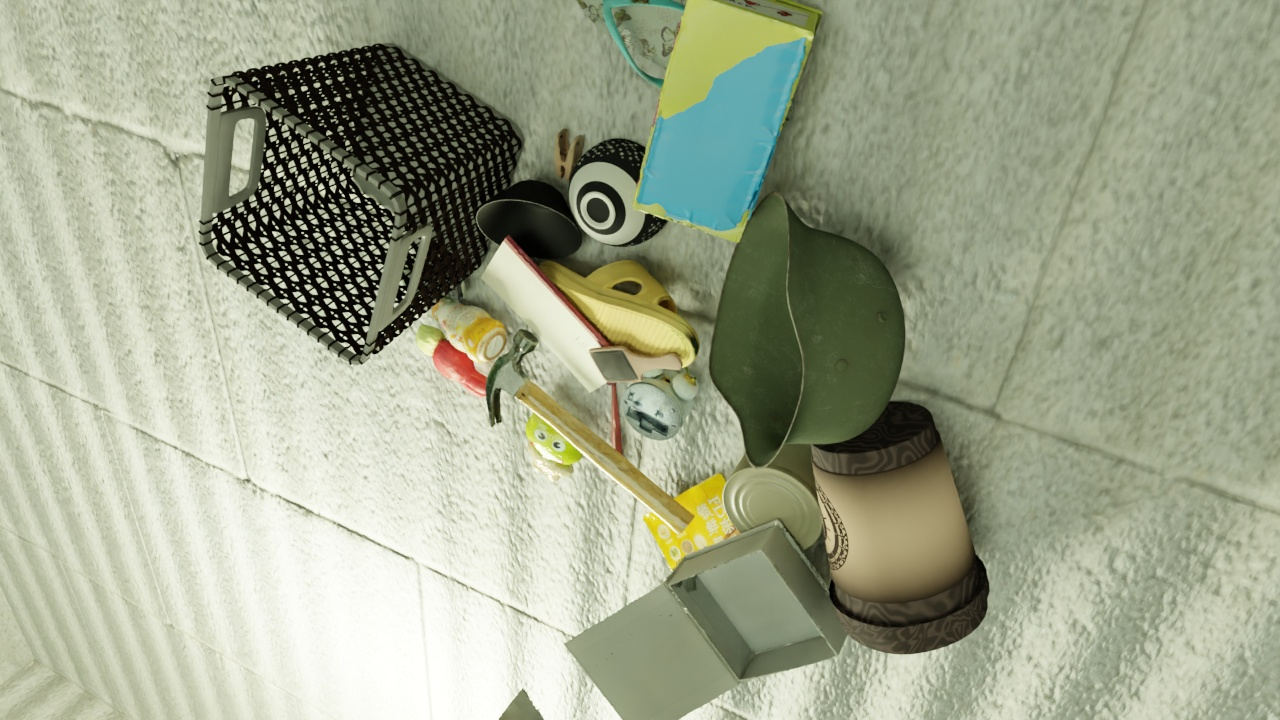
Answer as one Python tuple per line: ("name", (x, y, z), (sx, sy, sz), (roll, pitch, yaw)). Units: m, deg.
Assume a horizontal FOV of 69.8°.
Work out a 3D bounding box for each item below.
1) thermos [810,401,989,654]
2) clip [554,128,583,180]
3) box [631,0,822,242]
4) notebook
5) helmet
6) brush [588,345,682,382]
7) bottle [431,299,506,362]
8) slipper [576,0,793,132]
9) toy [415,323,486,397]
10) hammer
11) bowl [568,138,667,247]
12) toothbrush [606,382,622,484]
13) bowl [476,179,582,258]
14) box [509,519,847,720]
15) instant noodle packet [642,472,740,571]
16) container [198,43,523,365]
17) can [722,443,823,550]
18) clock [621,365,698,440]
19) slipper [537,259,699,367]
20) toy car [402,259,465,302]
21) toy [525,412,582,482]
("thermos", (0.272, 0.173, 0.993), (0.173, 0.172, 0.226), (-6, 109, 34))
("clip", (-0.075, -0.229, 1.035), (0.045, 0.025, 0.061), (20, 135, 21))
("box", (0.076, -0.233, 0.870), (0.124, 0.079, 0.221), (18, 129, 4))
("notebook", (-0.109, -0.051, 1.131), (0.209, 0.012, 0.153), (47, 157, -5))
("helmet", (0.173, -0.017, 0.900), (0.153, 0.267, 0.227), (12, 158, -9))
("brush", (-0.006, 0.006, 1.039), (0.136, 0.015, 0.050), (-3, 125, 46))
("bottle", (-0.230, -0.044, 1.218), (0.109, 0.063, 0.063), (34, 132, 25))
("slipper", (0.037, -0.313, 0.895), (0.269, 0.054, 0.098), (39, 129, 2))
("toy", (-0.257, 0.001, 1.263), (0.135, 0.045, 0.092), (42, 165, 0))
("hammer", (-0.068, 0.111, 1.200), (0.330, 0.033, 0.132), (39, 108, 8))
("bowl", (-0.031, -0.177, 1.011), (0.120, 0.066, 0.120), (15, 125, 22))
("toothbrush", (-0.035, 0.088, 1.214), (0.016, 0.016, 0.190), (13, 124, 23))
("bowl", (-0.124, -0.173, 1.065), (0.124, 0.052, 0.124), (9, 157, 4))
("box", (0.046, 0.356, 1.155), (0.420, 0.108, 0.166), (-34, 95, 26))
("instant noodle packet", (0.118, 0.262, 1.202), (0.221, 0.084, 0.163), (53, 131, 0))
("container", (-0.311, -0.194, 1.052), (0.245, 0.242, 0.248), (35, 130, 8))
("can", (0.169, 0.158, 1.098), (0.128, 0.073, 0.128), (15, 125, 22))
("clock", (0.026, 0.042, 1.122), (0.083, 0.056, 0.118), (29, 129, 13))
("slipper", (-0.021, -0.067, 1.068), (0.264, 0.078, 0.099), (24, 149, 38))
("toy car", (-0.276, -0.109, 1.224), (0.105, 0.032, 0.048), (12, 126, 30))
("toy", (-0.123, 0.122, 1.272), (0.092, 0.043, 0.118), (29, 131, 11))
